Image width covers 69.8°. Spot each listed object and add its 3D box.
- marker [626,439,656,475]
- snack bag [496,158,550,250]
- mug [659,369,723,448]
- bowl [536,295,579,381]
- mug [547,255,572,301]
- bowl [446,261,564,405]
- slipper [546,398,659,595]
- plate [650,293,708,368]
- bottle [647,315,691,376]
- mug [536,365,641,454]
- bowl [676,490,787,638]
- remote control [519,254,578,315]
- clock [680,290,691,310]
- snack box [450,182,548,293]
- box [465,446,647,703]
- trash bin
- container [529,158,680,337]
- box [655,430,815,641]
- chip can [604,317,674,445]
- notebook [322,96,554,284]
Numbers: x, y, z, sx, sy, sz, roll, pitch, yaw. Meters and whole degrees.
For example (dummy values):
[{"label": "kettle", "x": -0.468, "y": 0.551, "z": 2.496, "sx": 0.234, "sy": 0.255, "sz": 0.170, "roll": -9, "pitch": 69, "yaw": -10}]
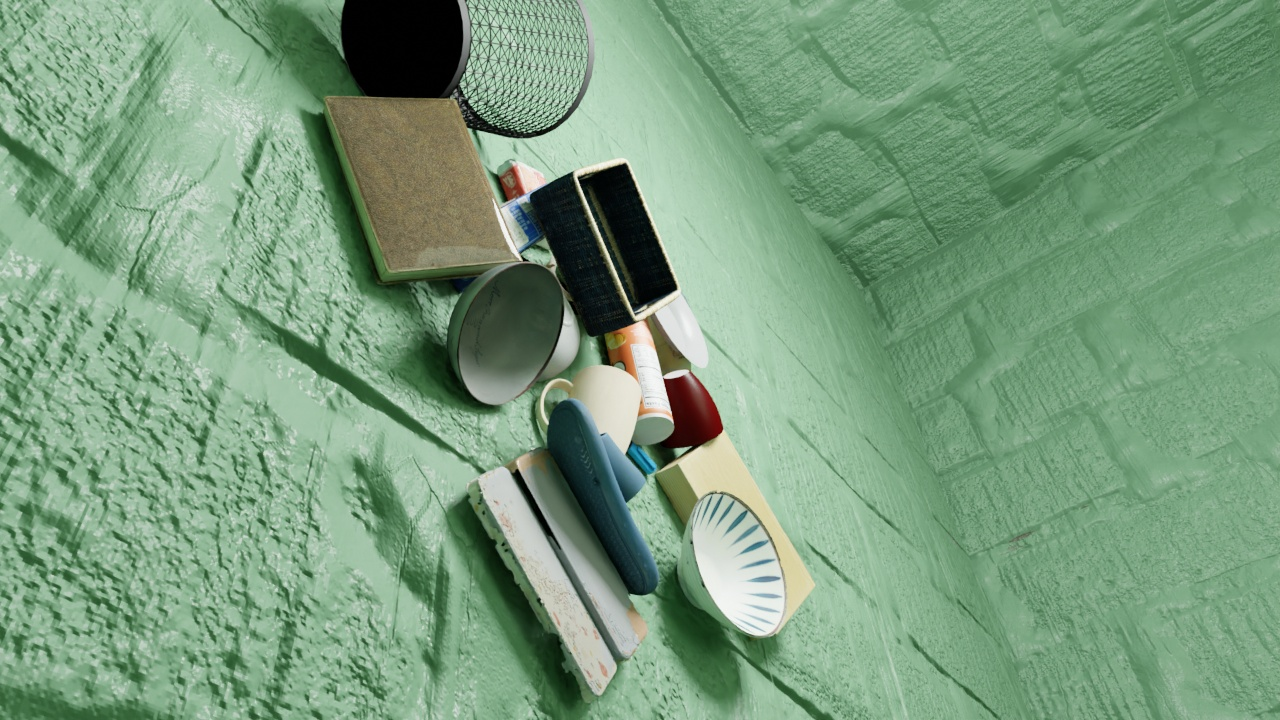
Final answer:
[{"label": "marker", "x": -0.021, "y": 0.095, "z": 1.125, "sx": 0.123, "sy": 0.015, "sz": 0.018, "roll": 50, "pitch": 24, "yaw": -20}, {"label": "snack bag", "x": -0.142, "y": -0.206, "z": 1.218, "sx": 0.077, "sy": 0.036, "sz": 0.116, "roll": 13, "pitch": 50, "yaw": -61}, {"label": "mug", "x": 0.051, "y": 0.059, "z": 1.228, "sx": 0.087, "sy": 0.114, "sz": 0.088, "roll": -21, "pitch": 104, "yaw": -29}, {"label": "bowl", "x": -0.116, "y": -0.047, "z": 1.027, "sx": 0.132, "sy": 0.064, "sz": 0.131, "roll": 47, "pitch": 24, "yaw": -29}, {"label": "mug", "x": -0.070, "y": -0.108, "z": 1.191, "sx": 0.121, "sy": 0.081, "sz": 0.097, "roll": -2, "pitch": 68, "yaw": -45}, {"label": "bowl", "x": -0.143, "y": -0.034, "z": 0.903, "sx": 0.057, "sy": 0.151, "sz": 0.150, "roll": 23, "pitch": 4, "yaw": 29}, {"label": "slipper", "x": -0.035, "y": 0.136, "z": 0.922, "sx": 0.059, "sy": 0.104, "sz": 0.214, "roll": -27, "pitch": 98, "yaw": -35}, {"label": "plate", "x": 0.042, "y": -0.061, "z": 1.304, "sx": 0.173, "sy": 0.019, "sz": 0.172, "roll": 50, "pitch": 21, "yaw": -28}, {"label": "bottle", "x": 0.032, "y": -0.018, "z": 1.338, "sx": 0.162, "sy": 0.057, "sz": 0.056, "roll": 64, "pitch": 21, "yaw": 11}, {"label": "mug", "x": -0.060, "y": 0.065, "z": 1.001, "sx": 0.111, "sy": 0.085, "sz": 0.104, "roll": 23, "pitch": 44, "yaw": -13}, {"label": "bowl", "x": 0.093, "y": 0.249, "z": 1.084, "sx": 0.177, "sy": 0.071, "sz": 0.177, "roll": 34, "pitch": 39, "yaw": -34}, {"label": "remote control", "x": -0.115, "y": -0.095, "z": 1.168, "sx": 0.124, "sy": 0.010, "sz": 0.039, "roll": 34, "pitch": 32, "yaw": -48}, {"label": "clock", "x": 0.043, "y": -0.090, "z": 1.466, "sx": 0.089, "sy": 0.052, "sz": 0.124, "roll": 56, "pitch": 20, "yaw": -6}, {"label": "snack box", "x": -0.153, "y": -0.146, "z": 1.053, "sx": 0.059, "sy": 0.059, "sz": 0.225, "roll": 56, "pitch": 27, "yaw": -9}, {"label": "box", "x": -0.077, "y": 0.191, "z": 0.843, "sx": 0.216, "sy": 0.043, "sz": 0.148, "roll": 61, "pitch": 25, "yaw": 3}, {"label": "trash bin", "x": -0.206, "y": -0.373, "z": 1.080, "sx": 0.217, "sy": 0.217, "sz": 0.242, "roll": 60, "pitch": 27, "yaw": 1}, {"label": "container", "x": -0.040, "y": -0.137, "z": 1.104, "sx": 0.145, "sy": 0.071, "sz": 0.187, "roll": -36, "pitch": 105, "yaw": -58}, {"label": "box", "x": 0.141, "y": 0.215, "z": 1.259, "sx": 0.247, "sy": 0.097, "sz": 0.260, "roll": 61, "pitch": 15, "yaw": 0}, {"label": "chip can", "x": -0.007, "y": 0.007, "z": 1.205, "sx": 0.062, "sy": 0.062, "sz": 0.210, "roll": 37, "pitch": 30, "yaw": -45}, {"label": "notebook", "x": -0.202, "y": -0.174, "z": 0.927, "sx": 0.189, "sy": 0.035, "sz": 0.215, "roll": -9, "pitch": 66, "yaw": -36}]
